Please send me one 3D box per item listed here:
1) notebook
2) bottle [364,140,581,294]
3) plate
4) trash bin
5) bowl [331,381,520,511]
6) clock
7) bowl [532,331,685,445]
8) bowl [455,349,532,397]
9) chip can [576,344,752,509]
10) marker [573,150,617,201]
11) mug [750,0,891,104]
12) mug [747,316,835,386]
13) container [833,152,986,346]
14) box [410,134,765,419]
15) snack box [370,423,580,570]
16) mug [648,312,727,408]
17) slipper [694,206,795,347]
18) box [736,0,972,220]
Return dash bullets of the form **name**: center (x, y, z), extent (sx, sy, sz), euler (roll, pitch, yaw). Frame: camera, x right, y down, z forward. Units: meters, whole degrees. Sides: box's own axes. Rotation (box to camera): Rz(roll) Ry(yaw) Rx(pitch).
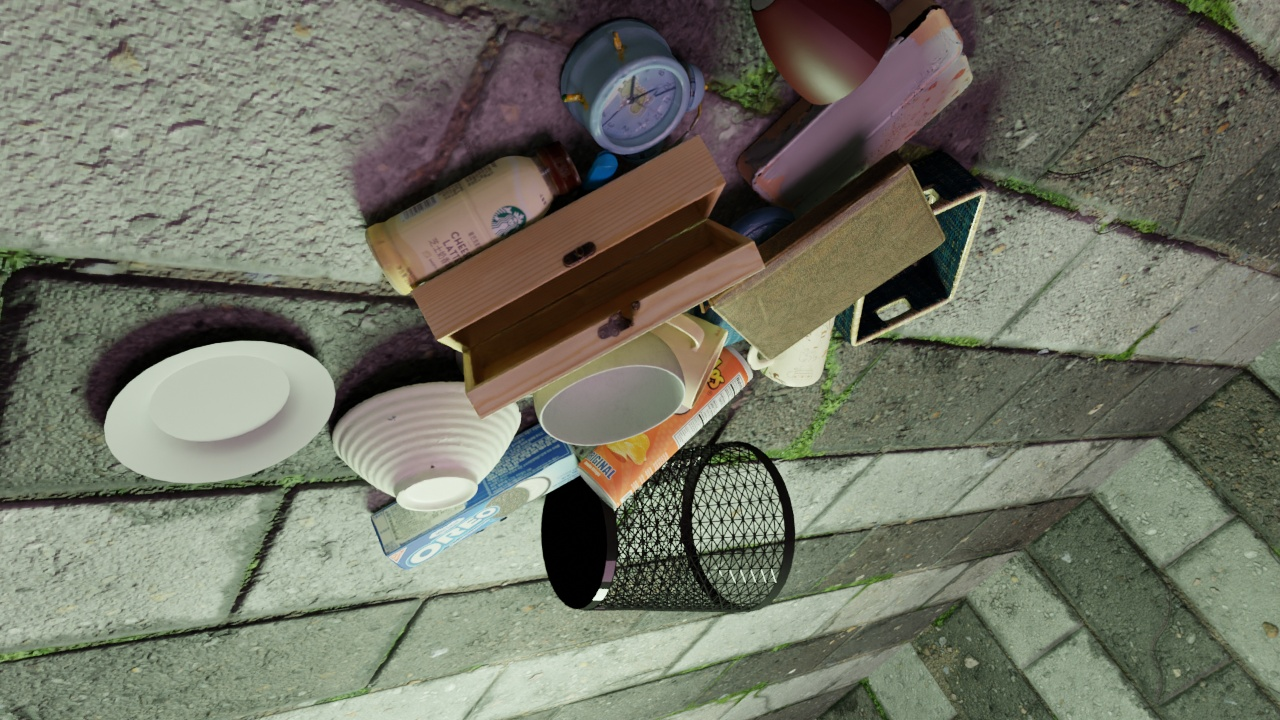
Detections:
- **notebook**: center (0.162, -0.096, 0.843), extent (0.216, 0.034, 0.190), euler (-35, 147, 14)
- **bottle**: center (-0.123, -0.111, 0.693), extent (0.162, 0.056, 0.056), euler (-29, 148, -4)
- **plate**: center (-0.341, 0.039, 0.751), extent (0.172, 0.019, 0.173), euler (-21, 146, -15)
- **trash bin**: center (0.024, 0.208, 1.121), extent (0.242, 0.216, 0.218), euler (2, 135, -32)
- **bowl**: center (-0.195, 0.095, 0.861), extent (0.177, 0.070, 0.178), euler (-11, 150, -7)
- **clock**: center (-0.001, -0.195, 0.685), extent (0.089, 0.051, 0.124), euler (-46, 145, 19)
- **bowl**: center (-0.031, 0.015, 0.814), extent (0.131, 0.064, 0.132), euler (-12, 149, -7)
- **bowl**: center (-0.092, -0.009, 0.856), extent (0.150, 0.056, 0.151), euler (-21, 146, -15)
- **chip can**: center (0.027, 0.067, 1.001), extent (0.210, 0.062, 0.062), euler (-42, 150, -13)
- **marker**: center (-0.041, -0.133, 0.726), extent (0.018, 0.015, 0.123), euler (-7, 168, -18)
- **mug**: center (0.132, -0.266, 0.690), extent (0.088, 0.087, 0.114), euler (26, 90, -33)
- **mug**: center (0.163, -0.027, 1.023), extent (0.121, 0.081, 0.097), euler (-19, 139, -33)
- **container**: center (0.279, -0.118, 1.001), extent (0.145, 0.071, 0.188), euler (-25, 147, -11)
- **box**: center (-0.039, -0.057, 0.745), extent (0.249, 0.123, 0.140), euler (-28, 175, -4)
- **snack box**: center (-0.174, 0.143, 0.995), extent (0.226, 0.059, 0.059), euler (-28, 151, -6)
- **mug**: center (0.021, -0.019, 0.876), extent (0.112, 0.104, 0.085), euler (94, 21, -65)
- **slipper**: center (0.101, -0.080, 0.912), extent (0.103, 0.059, 0.214), euler (-14, 150, -18)
- **box**: center (0.203, -0.217, 0.846), extent (0.217, 0.058, 0.153), euler (-42, 145, 16)
